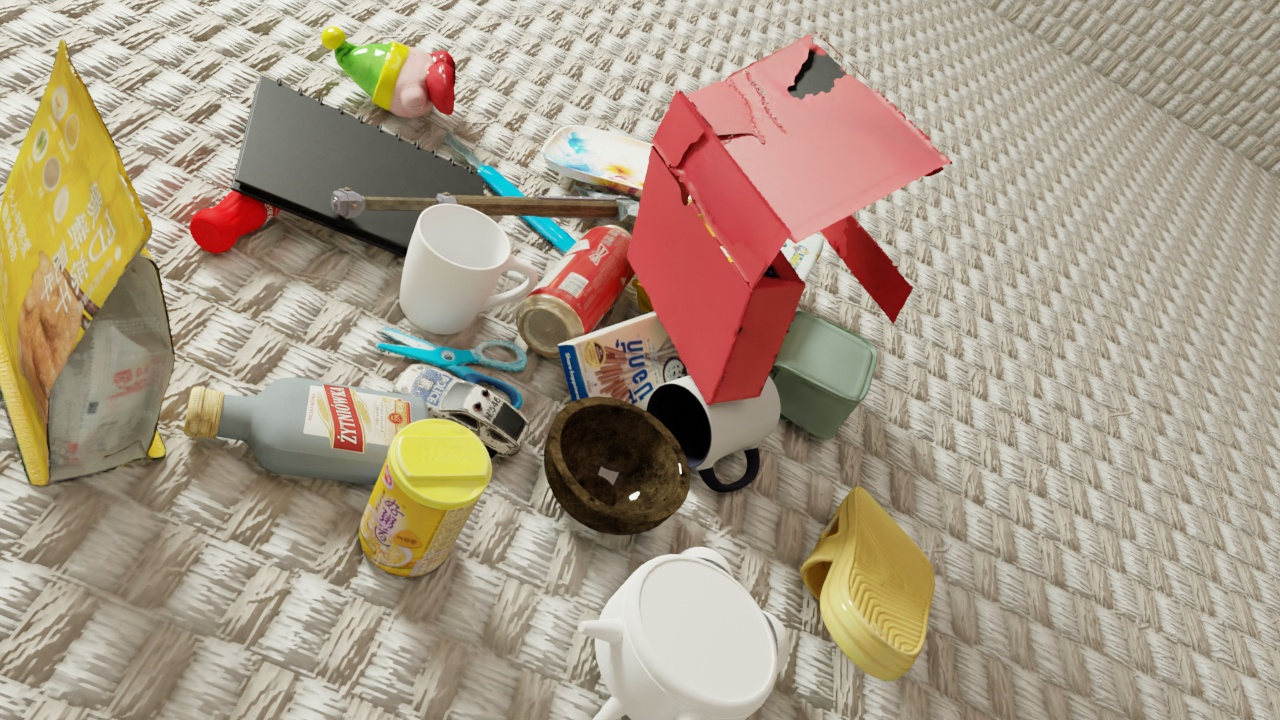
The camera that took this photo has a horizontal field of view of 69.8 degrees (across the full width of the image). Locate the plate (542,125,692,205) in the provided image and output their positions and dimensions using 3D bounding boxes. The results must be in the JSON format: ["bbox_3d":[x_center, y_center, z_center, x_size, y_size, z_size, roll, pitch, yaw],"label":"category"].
[{"bbox_3d":[-0.015,-0.223,1.056,0.187,0.016,0.186,16,28,0],"label":"plate"}]

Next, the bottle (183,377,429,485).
[{"bbox_3d":[-0.236,0.048,0.657,0.161,0.046,0.072,11,44,-24],"label":"bottle"}]

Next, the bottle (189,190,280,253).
[{"bbox_3d":[-0.333,-0.133,0.786,0.036,0.036,0.118,31,39,-2],"label":"bottle"}]

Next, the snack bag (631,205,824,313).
[{"bbox_3d":[0.096,-0.095,0.990,0.159,0.068,0.246,26,38,8],"label":"snack bag"}]

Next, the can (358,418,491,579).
[{"bbox_3d":[-0.147,0.094,0.622,0.067,0.105,0.067,18,42,-17],"label":"can"}]

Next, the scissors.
[{"bbox_3d":[-0.160,0.007,0.777,0.141,0.014,0.090,13,46,-26],"label":"scissors"}]

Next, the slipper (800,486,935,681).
[{"bbox_3d":[0.185,0.190,0.761,0.099,0.078,0.262,41,19,6],"label":"slipper"}]

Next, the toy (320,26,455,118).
[{"bbox_3d":[-0.265,-0.314,0.980,0.131,0.097,0.124,-3,43,-6],"label":"toy"}]

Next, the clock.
[{"bbox_3d":[0.031,0.209,0.662,0.125,0.073,0.160,47,35,17],"label":"clock"}]

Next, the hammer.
[{"bbox_3d":[-0.133,-0.145,0.867,0.316,0.028,0.147,-7,23,-38],"label":"hammer"}]

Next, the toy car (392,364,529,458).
[{"bbox_3d":[-0.142,0.037,0.735,0.113,0.041,0.048,27,39,-6],"label":"toy car"}]

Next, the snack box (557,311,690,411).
[{"bbox_3d":[-0.005,0.005,0.836,0.149,0.026,0.082,-21,102,-44],"label":"snack box"}]

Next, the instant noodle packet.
[{"bbox_3d":[-0.338,-0.055,0.560,0.084,0.222,0.163,-8,56,-42],"label":"instant noodle packet"}]

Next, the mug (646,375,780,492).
[{"bbox_3d":[0.072,0.063,0.830,0.096,0.079,0.112,-16,88,-43],"label":"mug"}]

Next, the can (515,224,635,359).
[{"bbox_3d":[-0.056,-0.070,0.879,0.067,0.067,0.169,33,40,0],"label":"can"}]

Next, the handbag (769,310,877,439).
[{"bbox_3d":[0.178,0.013,0.948,0.106,0.067,0.121,29,38,3],"label":"handbag"}]

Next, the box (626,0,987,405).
[{"bbox_3d":[0.095,-0.140,0.750,0.124,0.316,0.211,14,35,-38],"label":"box"}]

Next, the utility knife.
[{"bbox_3d":[-0.136,-0.176,0.975,0.209,0.015,0.031,44,37,8],"label":"utility knife"}]

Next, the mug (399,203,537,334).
[{"bbox_3d":[-0.150,-0.073,0.803,0.114,0.088,0.080,14,43,-22],"label":"mug"}]

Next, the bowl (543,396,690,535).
[{"bbox_3d":[-0.026,0.094,0.741,0.121,0.056,0.121,18,42,-17],"label":"bowl"}]

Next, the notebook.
[{"bbox_3d":[-0.251,-0.170,0.861,0.231,0.019,0.169,21,40,-31],"label":"notebook"}]
